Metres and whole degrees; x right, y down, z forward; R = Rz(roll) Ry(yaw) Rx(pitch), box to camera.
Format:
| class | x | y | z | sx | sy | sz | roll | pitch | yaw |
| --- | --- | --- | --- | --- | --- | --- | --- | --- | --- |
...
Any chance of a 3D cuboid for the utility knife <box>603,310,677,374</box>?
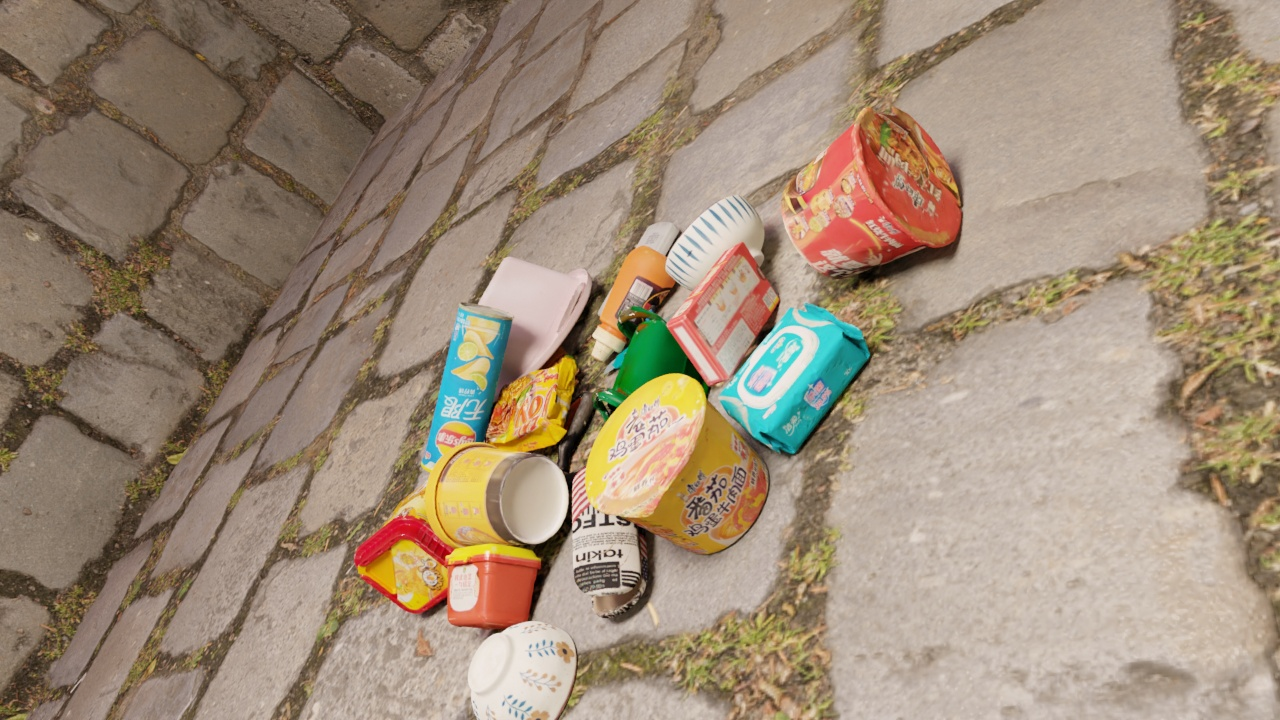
| class | x | y | z | sx | sy | sz | roll | pitch | yaw |
| --- | --- | --- | --- | --- | --- | --- | --- | --- | --- |
| utility knife | 0.017 | -0.030 | 1.073 | 0.167 | 0.013 | 0.029 | -37 | 27 | 24 |

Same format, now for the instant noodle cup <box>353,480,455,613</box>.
| class | x | y | z | sx | sy | sz | roll | pitch | yaw |
| --- | --- | --- | --- | --- | --- | --- | --- | --- | --- |
| instant noodle cup | -0.257 | 0.214 | 1.093 | 0.116 | 0.116 | 0.123 | -38 | 20 | 23 |

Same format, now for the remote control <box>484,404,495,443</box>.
| class | x | y | z | sx | sy | sz | roll | pitch | yaw |
| --- | --- | --- | --- | --- | --- | --- | --- | --- | --- |
| remote control | -0.177 | 0.102 | 1.183 | 0.053 | 0.024 | 0.136 | -48 | 32 | 13 |

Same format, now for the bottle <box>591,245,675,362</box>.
| class | x | y | z | sx | sy | sz | roll | pitch | yaw |
| --- | --- | --- | --- | --- | --- | --- | --- | --- | --- |
| bottle | -0.014 | -0.064 | 1.111 | 0.149 | 0.066 | 0.067 | -59 | 29 | 2 |

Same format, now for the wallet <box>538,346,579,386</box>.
| class | x | y | z | sx | sy | sz | roll | pitch | yaw |
| --- | --- | --- | --- | --- | --- | --- | --- | --- | --- |
| wallet | -0.130 | 0.030 | 1.195 | 0.108 | 0.031 | 0.132 | -51 | 30 | 3 |

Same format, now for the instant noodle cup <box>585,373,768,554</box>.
| class | x | y | z | sx | sy | sz | roll | pitch | yaw |
| --- | --- | --- | --- | --- | --- | --- | --- | --- | --- |
| instant noodle cup | 0.036 | 0.098 | 0.802 | 0.138 | 0.110 | 0.137 | -35 | 33 | 26 |

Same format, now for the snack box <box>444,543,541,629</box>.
| class | x | y | z | sx | sy | sz | roll | pitch | yaw |
| --- | --- | --- | --- | --- | --- | --- | --- | --- | --- |
| snack box | -0.157 | 0.235 | 0.946 | 0.091 | 0.082 | 0.080 | -18 | 61 | 45 |

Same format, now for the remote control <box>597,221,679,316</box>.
| class | x | y | z | sx | sy | sz | roll | pitch | yaw |
| --- | --- | --- | --- | --- | --- | --- | --- | --- | --- |
| remote control | -0.001 | -0.114 | 1.185 | 0.058 | 0.021 | 0.149 | 6 | 62 | 57 |

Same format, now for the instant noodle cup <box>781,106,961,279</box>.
| class | x | y | z | sx | sy | sz | roll | pitch | yaw |
| --- | --- | --- | --- | --- | --- | --- | --- | --- | --- |
| instant noodle cup | 0.203 | -0.142 | 0.829 | 0.109 | 0.138 | 0.137 | -31 | 34 | 47 |

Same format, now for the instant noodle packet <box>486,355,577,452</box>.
| class | x | y | z | sx | sy | sz | roll | pitch | yaw |
| --- | --- | --- | --- | --- | --- | --- | --- | --- | --- |
| instant noodle packet | -0.130 | 0.059 | 1.100 | 0.129 | 0.044 | 0.110 | -22 | 47 | 39 |

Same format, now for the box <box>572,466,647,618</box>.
| class | x | y | z | sx | sy | sz | roll | pitch | yaw |
| --- | --- | --- | --- | --- | --- | --- | --- | --- | --- |
| box | -0.024 | 0.173 | 0.877 | 0.075 | 0.082 | 0.163 | -11 | 35 | 1 |

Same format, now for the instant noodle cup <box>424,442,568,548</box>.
| class | x | y | z | sx | sy | sz | roll | pitch | yaw |
| --- | --- | --- | --- | --- | --- | --- | --- | --- | --- |
| instant noodle cup | -0.148 | 0.145 | 0.976 | 0.115 | 0.118 | 0.118 | -7 | 51 | 43 |

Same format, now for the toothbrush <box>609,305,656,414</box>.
| class | x | y | z | sx | sy | sz | roll | pitch | yaw |
| --- | --- | --- | --- | --- | --- | --- | --- | --- | --- |
| toothbrush | -0.006 | 0.006 | 1.032 | 0.016 | 0.014 | 0.189 | -16 | 40 | 38 |

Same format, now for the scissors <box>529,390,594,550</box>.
| class | x | y | z | sx | sy | sz | roll | pitch | yaw |
| --- | --- | --- | --- | --- | --- | --- | --- | --- | --- |
| scissors | -0.083 | 0.121 | 1.033 | 0.234 | 0.021 | 0.220 | -30 | 35 | 32 |

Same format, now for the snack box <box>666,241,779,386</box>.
| class | x | y | z | sx | sy | sz | roll | pitch | yaw |
| --- | --- | --- | --- | --- | --- | --- | --- | --- | --- |
| snack box | 0.084 | -0.048 | 0.889 | 0.026 | 0.075 | 0.152 | -23 | 19 | 40 |

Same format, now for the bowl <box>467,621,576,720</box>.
| class | x | y | z | sx | sy | sz | roll | pitch | yaw |
| --- | --- | --- | --- | --- | --- | --- | --- | --- | --- |
| bowl | -0.120 | 0.292 | 0.852 | 0.114 | 0.062 | 0.113 | -37 | 31 | 27 |

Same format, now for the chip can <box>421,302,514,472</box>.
| class | x | y | z | sx | sy | sz | roll | pitch | yaw |
| --- | --- | --- | --- | --- | --- | --- | --- | --- | --- |
| chip can | -0.214 | 0.037 | 1.135 | 0.071 | 0.071 | 0.210 | 29 | 106 | 61 |

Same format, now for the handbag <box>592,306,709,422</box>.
| class | x | y | z | sx | sy | sz | roll | pitch | yaw |
| --- | --- | --- | --- | --- | --- | --- | --- | --- | --- |
| handbag | 0.008 | 0.024 | 0.917 | 0.068 | 0.120 | 0.131 | -12 | 45 | 41 |

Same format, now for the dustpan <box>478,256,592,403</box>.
| class | x | y | z | sx | sy | sz | roll | pitch | yaw |
| --- | --- | --- | --- | --- | --- | --- | --- | --- | --- |
| dustpan | -0.165 | -0.018 | 1.276 | 0.274 | 0.139 | 0.221 | 111 | 179 | -54 |

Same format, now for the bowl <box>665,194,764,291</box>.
| class | x | y | z | sx | sy | sz | roll | pitch | yaw |
| --- | --- | --- | --- | --- | --- | --- | --- | --- | --- |
| bowl | 0.090 | -0.115 | 0.991 | 0.116 | 0.116 | 0.066 | -45 | 74 | 10 |

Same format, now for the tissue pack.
| class | x | y | z | sx | sy | sz | roll | pitch | yaw |
| --- | --- | --- | --- | --- | --- | --- | --- | --- | --- |
| tissue pack | 0.136 | 0.013 | 0.819 | 0.133 | 0.050 | 0.093 | -51 | 28 | -2 |
